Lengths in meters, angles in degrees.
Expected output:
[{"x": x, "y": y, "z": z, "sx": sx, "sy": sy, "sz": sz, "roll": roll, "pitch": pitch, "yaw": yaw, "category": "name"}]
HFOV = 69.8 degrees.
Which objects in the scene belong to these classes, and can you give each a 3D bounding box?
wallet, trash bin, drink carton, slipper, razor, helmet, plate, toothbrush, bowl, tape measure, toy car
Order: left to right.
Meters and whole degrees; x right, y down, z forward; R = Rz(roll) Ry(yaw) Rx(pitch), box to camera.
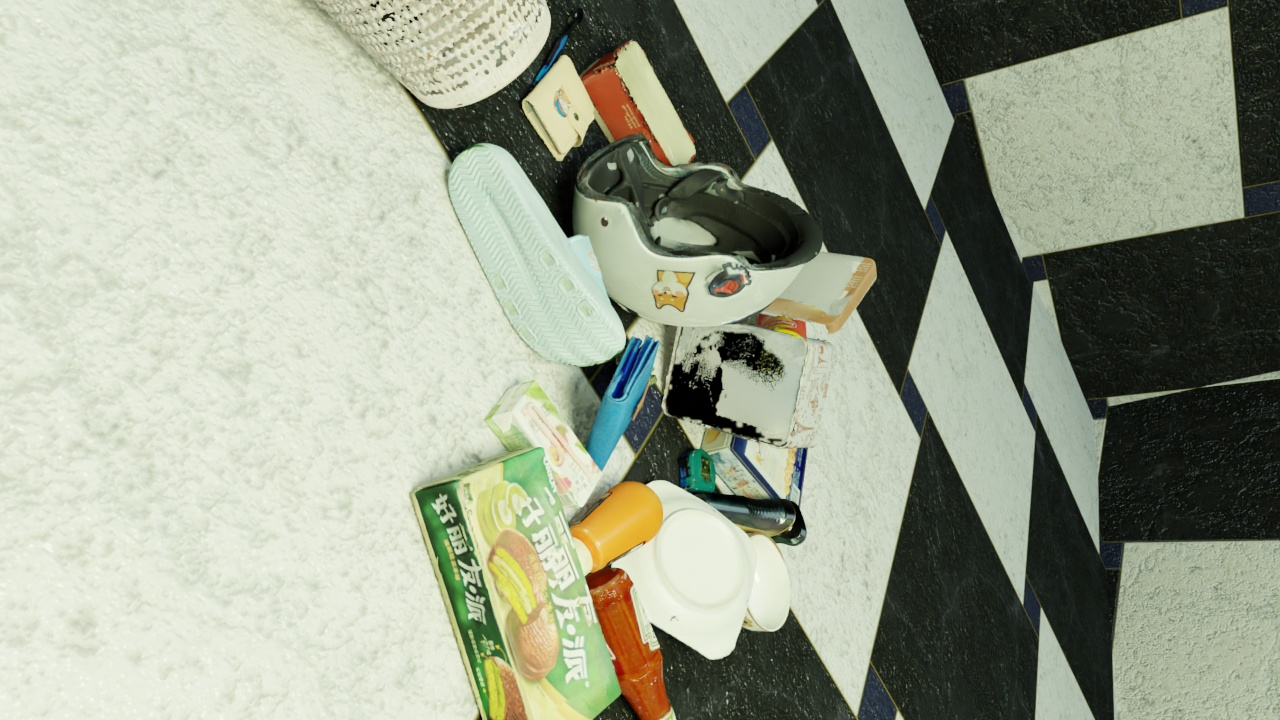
[{"x": -0.186, "y": -0.341, "z": 0.804, "sx": 0.192, "sy": 0.228, "sz": 0.227, "roll": 53, "pitch": 37, "yaw": -47, "category": "trash bin"}, {"x": -0.099, "y": -0.102, "z": 0.902, "sx": 0.245, "sy": 0.104, "sz": 0.074, "roll": 59, "pitch": 34, "yaw": -9, "category": "slipper"}, {"x": -0.090, "y": 0.083, "z": 0.876, "sx": 0.122, "sy": 0.046, "sz": 0.053, "roll": 57, "pitch": 38, "yaw": -20, "category": "drink carton"}, {"x": -0.101, "y": -0.371, "z": 1.097, "sx": 0.014, "sy": 0.016, "sz": 0.189, "roll": 56, "pitch": 39, "yaw": -38, "category": "toothbrush"}, {"x": -0.089, "y": -0.290, "z": 1.061, "sx": 0.087, "sy": 0.024, "sz": 0.114, "roll": 60, "pitch": 35, "yaw": -31, "category": "wallet"}, {"x": -0.023, "y": 0.049, "z": 0.923, "sx": 0.040, "sy": 0.133, "sz": 0.106, "roll": 25, "pitch": 44, "yaw": 3, "category": "wallet"}, {"x": -0.006, "y": 0.006, "z": 1.006, "sx": 0.042, "sy": 0.035, "sz": 0.090, "roll": 59, "pitch": 1, "yaw": -12, "category": "toy car"}, {"x": 0.046, "y": -0.122, "z": 1.022, "sx": 0.274, "sy": 0.157, "sz": 0.229, "roll": 15, "pitch": 35, "yaw": -11, "category": "helmet"}, {"x": 0.057, "y": 0.215, "z": 0.978, "sx": 0.164, "sy": 0.034, "sz": 0.163, "roll": 33, "pitch": 49, "yaw": -11, "category": "plate"}, {"x": 0.070, "y": 0.133, "z": 1.098, "sx": 0.058, "sy": 0.025, "sz": 0.054, "roll": 18, "pitch": 62, "yaw": -51, "category": "tape measure"}, {"x": 0.127, "y": 0.189, "z": 1.112, "sx": 0.167, "sy": 0.068, "sz": 0.062, "roll": 15, "pitch": 43, "yaw": -31, "category": "razor"}, {"x": 0.124, "y": 0.263, "z": 1.083, "sx": 0.113, "sy": 0.062, "sz": 0.113, "roll": 25, "pitch": 57, "yaw": -46, "category": "bowl"}]

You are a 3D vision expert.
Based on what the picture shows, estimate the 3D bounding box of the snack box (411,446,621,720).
[{"x": -0.104, "y": 0.203, "z": 0.786, "sx": 0.114, "sy": 0.063, "sz": 0.240, "roll": -17, "pitch": 90, "yaw": -57, "category": "snack box"}]

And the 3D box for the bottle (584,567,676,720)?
[{"x": -0.002, "y": 0.302, "z": 0.889, "sx": 0.059, "sy": 0.060, "sz": 0.206, "roll": -33, "pitch": 103, "yaw": -55, "category": "bottle"}]

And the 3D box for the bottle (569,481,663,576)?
[{"x": -0.039, "y": 0.173, "z": 0.898, "sx": 0.149, "sy": 0.067, "sz": 0.067, "roll": -29, "pitch": 100, "yaw": -48, "category": "bottle"}]

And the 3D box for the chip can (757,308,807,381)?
[{"x": 0.192, "y": -0.037, "z": 1.253, "sx": 0.073, "sy": 0.073, "sz": 0.216, "roll": 64, "pitch": 15, "yaw": -13, "category": "chip can"}]

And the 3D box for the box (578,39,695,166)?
[{"x": 0.004, "y": -0.310, "z": 1.155, "sx": 0.168, "sy": 0.080, "sz": 0.091, "roll": 57, "pitch": 38, "yaw": -23, "category": "box"}]

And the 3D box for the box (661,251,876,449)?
[{"x": 0.149, "y": -0.031, "z": 1.086, "sx": 0.126, "sy": 0.179, "sz": 0.273, "roll": 45, "pitch": 65, "yaw": -52, "category": "box"}]

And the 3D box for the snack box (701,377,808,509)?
[{"x": 0.159, "y": 0.105, "z": 1.220, "sx": 0.182, "sy": 0.046, "sz": 0.177, "roll": 49, "pitch": 40, "yaw": -30, "category": "snack box"}]
